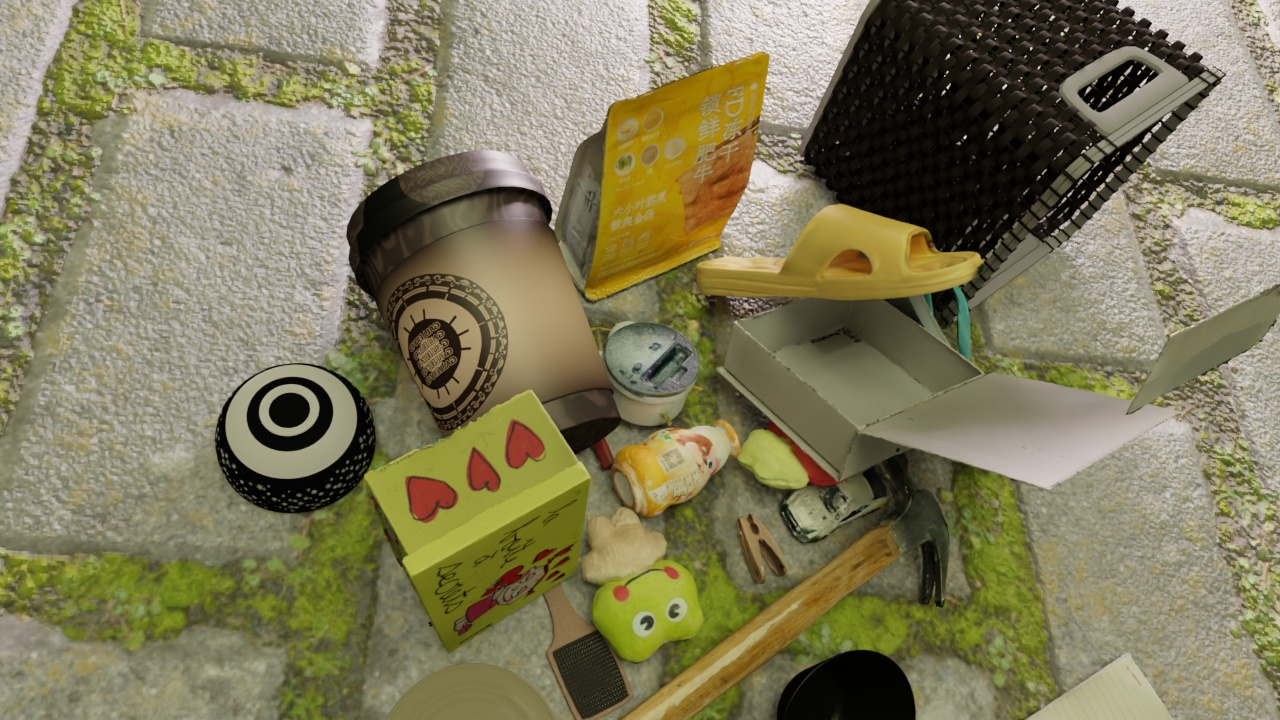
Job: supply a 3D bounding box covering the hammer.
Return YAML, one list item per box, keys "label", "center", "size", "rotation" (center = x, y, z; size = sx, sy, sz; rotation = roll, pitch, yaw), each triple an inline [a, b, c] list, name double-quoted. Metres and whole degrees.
- label: "hammer"
  center: [0.121, 0.207, 0.735]
  size: [0.329, 0.033, 0.132]
  rotation: [-31, 94, -20]

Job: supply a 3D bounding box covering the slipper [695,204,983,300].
- label: "slipper"
  center: [0.166, -0.097, 0.807]
  size: [0.099, 0.264, 0.078]
  rotation: [-19, 106, -53]

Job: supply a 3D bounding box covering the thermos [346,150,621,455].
- label: "thermos"
  center: [-0.119, -0.027, 0.738]
  size: [0.172, 0.173, 0.226]
  rotation: [-20, 76, -22]

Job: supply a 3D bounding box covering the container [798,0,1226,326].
- label: "container"
  center: [0.342, -0.233, 0.910]
  size: [0.246, 0.246, 0.243]
  rotation: [-32, 71, -26]

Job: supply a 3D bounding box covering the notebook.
- label: "notebook"
  center: [0.371, 0.353, 0.744]
  size: [0.208, 0.012, 0.153]
  rotation: [-21, 70, -22]

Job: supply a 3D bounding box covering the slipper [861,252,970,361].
- label: "slipper"
  center: [0.281, -0.028, 0.873]
  size: [0.054, 0.098, 0.268]
  rotation: [-27, 81, -6]

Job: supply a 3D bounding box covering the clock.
- label: "clock"
  center: [-0.005, 0.005, 0.801]
  size: [0.117, 0.057, 0.083]
  rotation: [33, 52, 17]

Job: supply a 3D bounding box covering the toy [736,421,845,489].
- label: "toy"
  center: [0.151, 0.073, 0.802]
  size: [0.135, 0.045, 0.091]
  rotation: [-18, 37, -17]

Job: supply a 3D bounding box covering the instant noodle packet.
- label: "instant noodle packet"
  center: [0.019, -0.169, 0.807]
  size: [0.162, 0.222, 0.084]
  rotation: [-24, 68, -25]

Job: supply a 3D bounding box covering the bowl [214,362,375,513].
- label: "bowl"
  center: [-0.269, 0.051, 0.712]
  size: [0.120, 0.066, 0.120]
  rotation: [6, 62, -11]

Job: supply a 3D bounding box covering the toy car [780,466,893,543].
- label: "toy car"
  center: [0.175, 0.121, 0.805]
  size: [0.105, 0.033, 0.048]
  rotation: [-22, 72, -22]

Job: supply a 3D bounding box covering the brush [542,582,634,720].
- label: "brush"
  center: [-0.054, 0.209, 0.713]
  size: [0.049, 0.015, 0.135]
  rotation: [-21, 70, -21]

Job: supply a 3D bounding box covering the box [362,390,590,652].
- label: "box"
  center: [-0.106, 0.117, 0.625]
  size: [0.124, 0.221, 0.079]
  rotation: [-28, 71, -21]

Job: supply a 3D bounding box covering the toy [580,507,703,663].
- label: "toy"
  center: [-0.003, 0.172, 0.723]
  size: [0.092, 0.043, 0.117]
  rotation: [-18, 78, -26]

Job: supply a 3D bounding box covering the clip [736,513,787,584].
- label: "clip"
  center: [0.107, 0.156, 0.775]
  size: [0.045, 0.025, 0.061]
  rotation: [-7, 62, -17]

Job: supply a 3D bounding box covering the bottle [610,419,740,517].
- label: "bottle"
  center: [0.031, 0.086, 0.769]
  size: [0.109, 0.063, 0.063]
  rotation: [-22, 70, -23]

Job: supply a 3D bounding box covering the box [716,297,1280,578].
- label: "box"
  center: [0.253, 0.050, 0.709]
  size: [0.165, 0.108, 0.419]
  rotation: [-19, 32, -31]

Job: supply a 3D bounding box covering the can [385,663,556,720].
- label: "can"
  center: [-0.118, 0.277, 0.629]
  size: [0.127, 0.073, 0.127]
  rotation: [6, 62, -11]

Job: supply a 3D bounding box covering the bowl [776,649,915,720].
- label: "bowl"
  center: [0.142, 0.271, 0.696]
  size: [0.124, 0.052, 0.124]
  rotation: [-2, 95, -24]

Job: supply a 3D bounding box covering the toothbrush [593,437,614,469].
- label: "toothbrush"
  center: [-0.067, 0.012, 0.811]
  size: [0.016, 0.016, 0.189]
  rotation: [-20, 70, -17]
